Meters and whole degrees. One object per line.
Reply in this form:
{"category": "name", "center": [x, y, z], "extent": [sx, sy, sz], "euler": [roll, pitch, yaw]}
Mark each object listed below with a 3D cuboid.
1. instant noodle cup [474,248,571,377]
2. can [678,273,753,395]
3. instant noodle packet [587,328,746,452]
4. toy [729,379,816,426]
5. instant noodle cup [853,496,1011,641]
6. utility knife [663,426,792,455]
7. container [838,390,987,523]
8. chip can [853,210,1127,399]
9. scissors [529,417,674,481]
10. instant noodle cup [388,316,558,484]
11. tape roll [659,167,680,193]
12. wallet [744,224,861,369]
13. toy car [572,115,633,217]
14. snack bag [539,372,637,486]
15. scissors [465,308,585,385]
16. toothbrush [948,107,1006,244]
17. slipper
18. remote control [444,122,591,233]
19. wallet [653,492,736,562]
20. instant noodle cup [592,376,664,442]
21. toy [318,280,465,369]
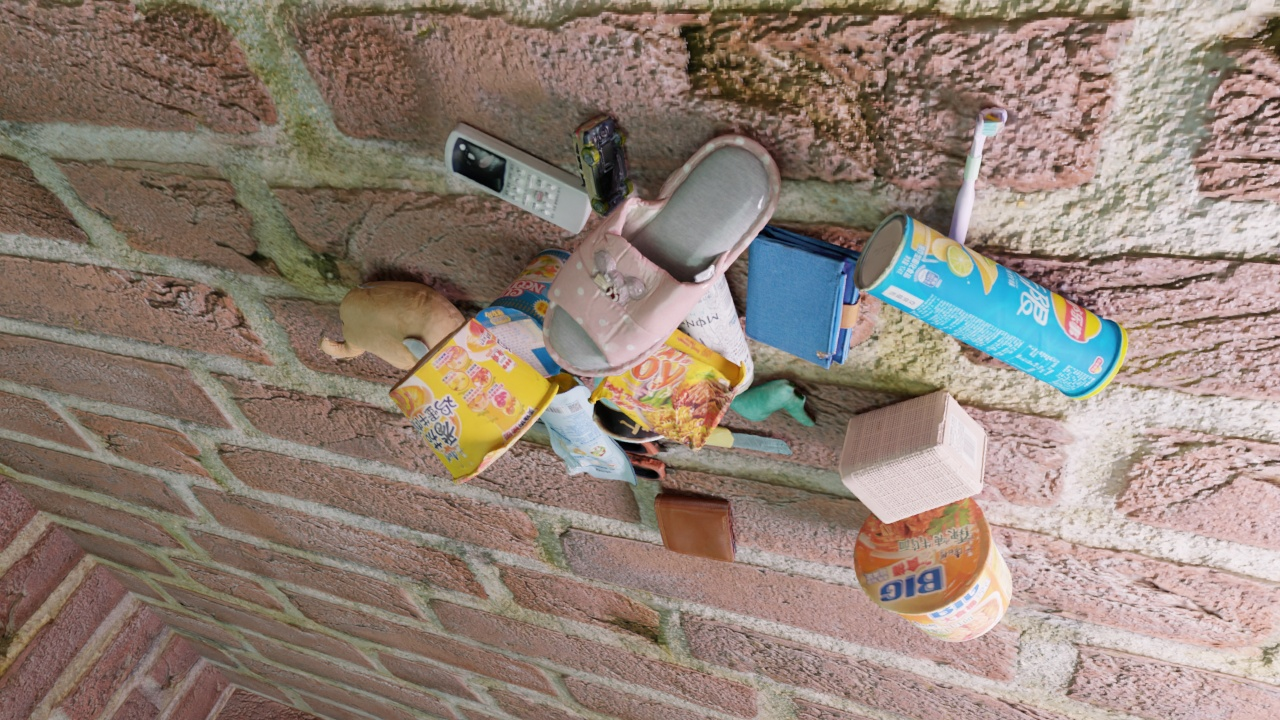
{"category": "instant noodle cup", "center": [-0.100, -0.053, 0.933], "extent": [0.099, 0.109, 0.099], "euler": [17, 141, 14]}
{"category": "can", "center": [0.069, -0.032, 0.902], "extent": [0.058, 0.058, 0.147], "euler": [3, 137, 28]}
{"category": "instant noodle packet", "center": [0.026, 0.023, 0.884], "extent": [0.128, 0.044, 0.111], "euler": [27, 117, -8]}
{"category": "toy", "center": [0.139, 0.046, 0.977], "extent": [0.096, 0.030, 0.092], "euler": [38, 144, -24]}
{"category": "instant noodle cup", "center": [0.323, 0.226, 0.993], "extent": [0.152, 0.151, 0.111], "euler": [-11, 137, 38]}
{"category": "utility knife", "center": [0.070, 0.088, 1.071], "extent": [0.220, 0.022, 0.031], "euler": [9, 121, 30]}
{"category": "container", "center": [0.272, 0.093, 0.908], "extent": [0.090, 0.090, 0.111], "euler": [42, 137, -20]}
{"category": "chip can", "center": [0.279, -0.043, 0.735], "extent": [0.210, 0.071, 0.071], "euler": [25, 143, -10]}
{"category": "scissors", "center": [-0.064, 0.095, 1.164], "extent": [0.206, 0.015, 0.193], "euler": [41, 141, -19]}
{"category": "instant noodle cup", "center": [-0.164, 0.032, 0.881], "extent": [0.110, 0.137, 0.138], "euler": [48, 138, -12]}
{"category": "tape roll", "center": [0.058, -0.137, 0.821], "extent": [0.086, 0.013, 0.086], "euler": [16, 141, 13]}
{"category": "wallet", "center": [0.148, -0.058, 0.843], "extent": [0.106, 0.040, 0.133], "euler": [21, 143, 22]}
{"category": "toy car", "center": [-0.034, -0.171, 0.814], "extent": [0.035, 0.042, 0.090], "euler": [27, 144, 37]}
{"category": "snack bag", "center": [-0.078, 0.087, 1.119], "extent": [0.110, 0.038, 0.191], "euler": [-2, 137, 26]}
{"category": "scissors", "center": [-0.117, -0.024, 1.053], "extent": [0.170, 0.019, 0.180], "euler": [36, 143, -11]}
{"category": "toothbrush", "center": [0.258, -0.115, 0.728], "extent": [0.021, 0.029, 0.189], "euler": [53, 161, 36]}
{"category": "slipper", "center": [0.009, -0.082, 0.793], "extent": [0.275, 0.054, 0.114], "euler": [-42, 86, 25]}
{"category": "remote control", "center": [-0.116, -0.173, 0.876], "extent": [0.150, 0.021, 0.058], "euler": [25, 142, 1]}
{"category": "wallet", "center": [0.075, 0.220, 1.218], "extent": [0.101, 0.032, 0.125], "euler": [7, 139, 19]}
{"category": "instant noodle cup", "center": [-0.006, 0.006, 0.958], "extent": [0.111, 0.111, 0.121], "euler": [9, 132, 22]}
{"category": "toy", "center": [-0.299, -0.037, 1.094], "extent": [0.226, 0.082, 0.143], "euler": [8, 130, 26]}
